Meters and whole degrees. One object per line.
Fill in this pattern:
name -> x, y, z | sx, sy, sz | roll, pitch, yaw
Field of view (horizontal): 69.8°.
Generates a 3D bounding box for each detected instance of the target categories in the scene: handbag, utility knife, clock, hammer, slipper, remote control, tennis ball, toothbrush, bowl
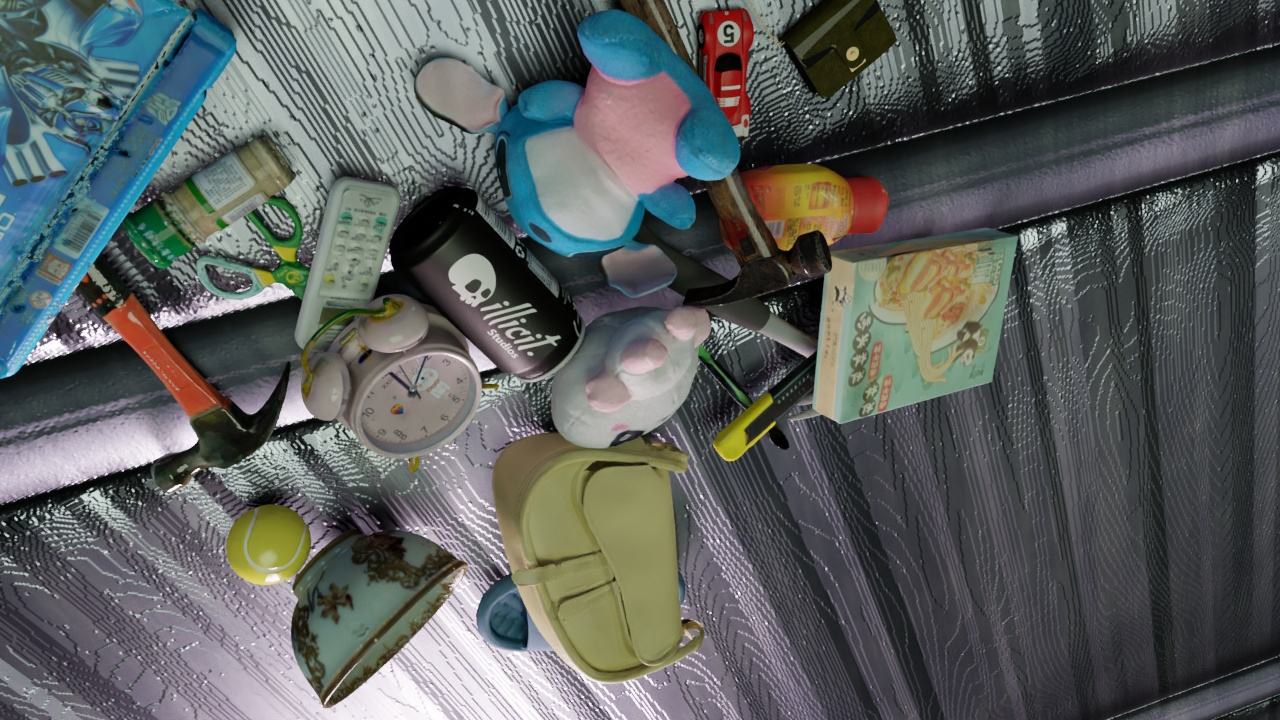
handbag -> -0.030, 0.175, 0.811 | 0.190, 0.089, 0.233 | -10, 101, -22
utility knife -> 0.135, 0.026, 0.818 | 0.174, 0.020, 0.029 | -43, 122, 7
clock -> -0.186, 0.010, 0.690 | 0.117, 0.059, 0.158 | -43, 141, -2
hammer -> 0.086, -0.042, 0.792 | 0.310, 0.029, 0.125 | 26, 109, -29
hammer -> -0.374, -0.051, 0.636 | 0.133, 0.033, 0.333 | -27, 124, 1
hammer -> 0.023, -0.186, 0.652 | 0.120, 0.033, 0.330 | -17, 116, 24
slipper -> -0.055, 0.249, 0.903 | 0.213, 0.059, 0.104 | -3, 123, -18
remote control -> -0.215, -0.068, 0.669 | 0.050, 0.022, 0.133 | 3, 117, -43
tennis ball -> -0.306, 0.152, 0.757 | 0.065, 0.065, 0.065 | -8, 122, -14
handbag -> 0.115, -0.279, 0.660 | 0.084, 0.027, 0.178 | -39, 122, 7
toothbrush -> 0.085, 0.025, 0.843 | 0.014, 0.017, 0.188 | -42, 120, 4
bowl -> -0.237, 0.202, 0.780 | 0.094, 0.159, 0.160 | 42, 104, 8

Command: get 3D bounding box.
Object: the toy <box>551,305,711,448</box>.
toy -> -0.004, 0.004, 0.718 | 0.138, 0.180, 0.101 | -37, 89, -23

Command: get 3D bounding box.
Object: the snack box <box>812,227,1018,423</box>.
snack box -> 0.240, -0.034, 0.804 | 0.193, 0.044, 0.142 | -12, 115, -29

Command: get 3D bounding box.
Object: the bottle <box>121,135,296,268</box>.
bottle -> -0.286, -0.107, 0.613 | 0.110, 0.042, 0.043 | -36, 125, -9

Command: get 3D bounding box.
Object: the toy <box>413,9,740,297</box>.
toy -> -0.036, -0.149, 0.624 | 0.224, 0.098, 0.192 | 43, 138, -12

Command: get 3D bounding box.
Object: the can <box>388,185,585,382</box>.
can -> -0.112, -0.055, 0.687 | 0.080, 0.080, 0.146 | -38, 124, 6

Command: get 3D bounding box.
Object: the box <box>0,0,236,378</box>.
box -> -0.348, -0.120, 0.526 | 0.113, 0.114, 0.243 | 34, 94, -31

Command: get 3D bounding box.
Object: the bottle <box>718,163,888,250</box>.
bottle -> 0.134, -0.123, 0.745 | 0.134, 0.048, 0.072 | -6, 122, -15

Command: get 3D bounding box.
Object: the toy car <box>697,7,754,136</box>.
toy car -> 0.064, -0.213, 0.683 | 0.038, 0.025, 0.090 | -9, 122, -13

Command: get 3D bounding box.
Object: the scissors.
scissors -> -0.263, -0.058, 0.677 | 0.112, 0.012, 0.131 | -29, 126, -4
